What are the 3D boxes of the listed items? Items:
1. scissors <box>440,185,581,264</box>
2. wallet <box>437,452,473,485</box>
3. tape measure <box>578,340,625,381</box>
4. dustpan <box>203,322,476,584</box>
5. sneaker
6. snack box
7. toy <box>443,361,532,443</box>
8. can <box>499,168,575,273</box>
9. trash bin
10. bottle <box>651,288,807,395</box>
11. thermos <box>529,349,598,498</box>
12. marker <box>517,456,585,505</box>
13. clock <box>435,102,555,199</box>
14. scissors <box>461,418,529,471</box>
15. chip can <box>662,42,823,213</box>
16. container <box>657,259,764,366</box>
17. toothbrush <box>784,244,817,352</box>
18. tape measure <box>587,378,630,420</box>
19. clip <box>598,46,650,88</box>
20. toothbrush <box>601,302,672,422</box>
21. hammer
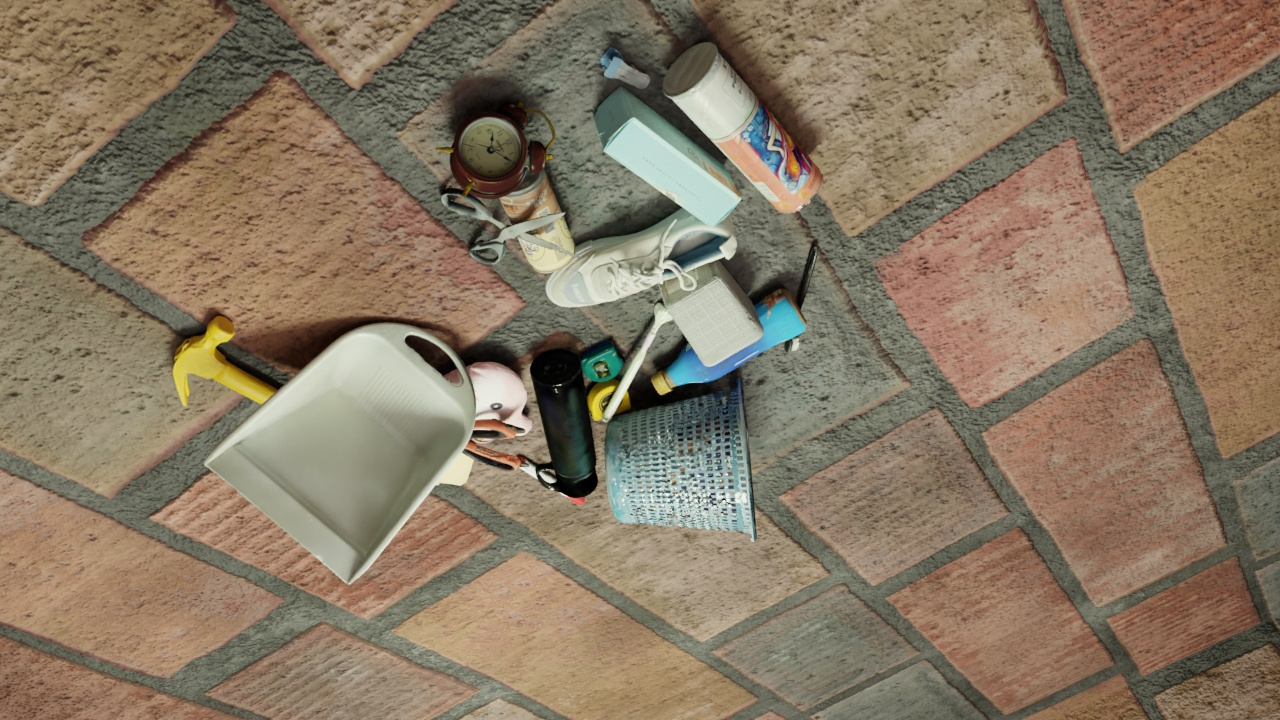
[{"bbox_3d":[-0.148,-0.147,1.021,0.159,0.014,0.181,39,145,-15],"label":"scissors"},{"bbox_3d":[-0.298,0.147,1.301,0.115,0.024,0.087,7,130,-22],"label":"wallet"},{"bbox_3d":[-0.052,0.004,1.233,0.058,0.025,0.054,-25,132,9],"label":"tape measure"},{"bbox_3d":[-0.327,0.082,1.094,0.222,0.256,0.143,42,129,-6],"label":"dustpan"},{"bbox_3d":[0.003,-0.110,1.099,0.242,0.090,0.089,-23,132,7],"label":"sneaker"},{"bbox_3d":[0.030,-0.222,1.013,0.174,0.074,0.052,30,118,-34],"label":"snack box"},{"bbox_3d":[-0.204,0.061,1.227,0.121,0.054,0.159,-14,141,8],"label":"toy"},{"bbox_3d":[-0.117,-0.160,1.042,0.058,0.058,0.116,-19,134,2],"label":"can"},{"bbox_3d":[0.056,0.144,1.280,0.195,0.226,0.227,-5,134,7],"label":"trash bin"},{"bbox_3d":[0.114,-0.018,1.228,0.219,0.065,0.065,-30,132,12],"label":"bottle"},{"bbox_3d":[-0.112,0.098,1.271,0.090,0.068,0.243,-14,134,-10],"label":"thermos"},{"bbox_3d":[-0.135,0.181,1.379,0.017,0.017,0.145,-36,131,18],"label":"marker"},{"bbox_3d":[-0.147,-0.221,0.961,0.121,0.055,0.082,-30,91,-12],"label":"clock"},{"bbox_3d":[-0.247,0.103,1.234,0.227,0.015,0.189,-5,145,24],"label":"scissors"},{"bbox_3d":[0.117,-0.250,1.013,0.071,0.071,0.214,-38,130,19],"label":"chip can"},{"bbox_3d":[0.085,-0.071,1.158,0.090,0.090,0.114,-30,129,12],"label":"container"},{"bbox_3d":[0.218,-0.080,1.234,0.018,0.015,0.181,-9,134,-15],"label":"toothbrush"},{"bbox_3d":[-0.046,0.051,1.274,0.060,0.029,0.057,-22,132,-15],"label":"tape measure"},{"bbox_3d":[-0.015,-0.303,0.966,0.058,0.043,0.027,20,121,-38],"label":"clip"},{"bbox_3d":[-0.007,0.007,1.229,0.029,0.020,0.190,29,113,1],"label":"toothbrush"},{"bbox_3d":[-0.451,0.059,1.173,0.129,0.032,0.300,-37,130,19],"label":"hammer"}]
